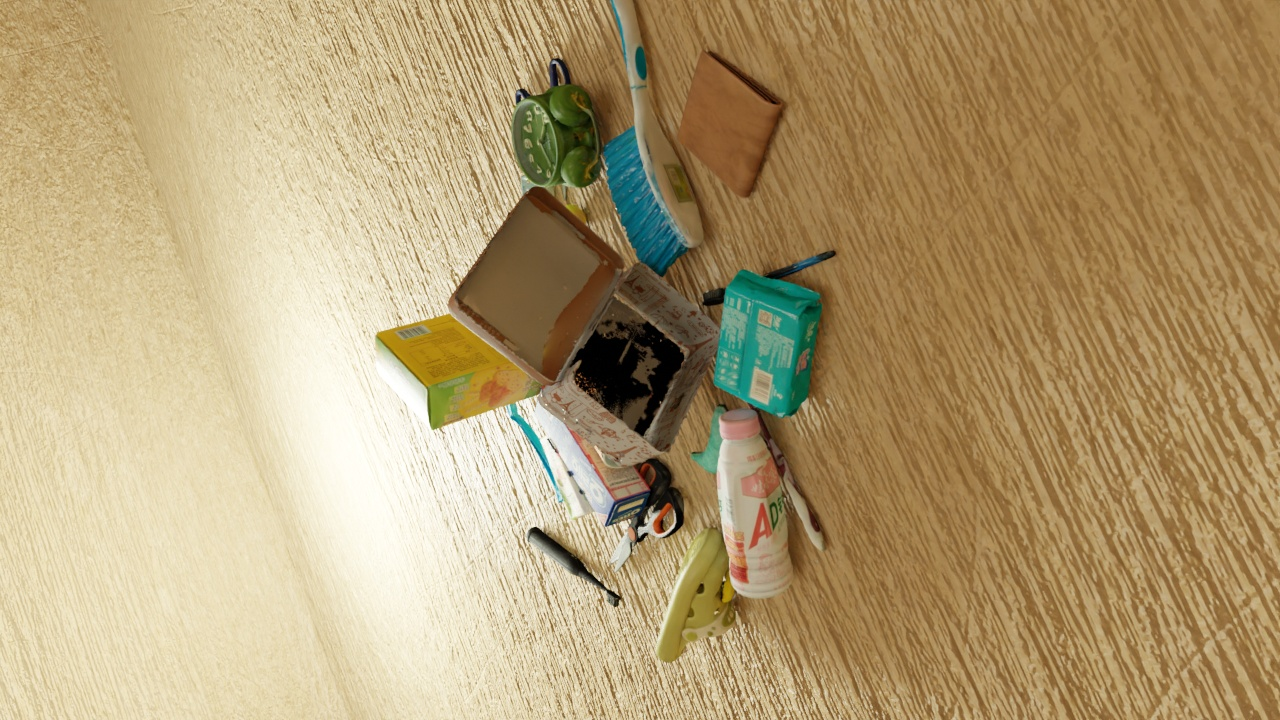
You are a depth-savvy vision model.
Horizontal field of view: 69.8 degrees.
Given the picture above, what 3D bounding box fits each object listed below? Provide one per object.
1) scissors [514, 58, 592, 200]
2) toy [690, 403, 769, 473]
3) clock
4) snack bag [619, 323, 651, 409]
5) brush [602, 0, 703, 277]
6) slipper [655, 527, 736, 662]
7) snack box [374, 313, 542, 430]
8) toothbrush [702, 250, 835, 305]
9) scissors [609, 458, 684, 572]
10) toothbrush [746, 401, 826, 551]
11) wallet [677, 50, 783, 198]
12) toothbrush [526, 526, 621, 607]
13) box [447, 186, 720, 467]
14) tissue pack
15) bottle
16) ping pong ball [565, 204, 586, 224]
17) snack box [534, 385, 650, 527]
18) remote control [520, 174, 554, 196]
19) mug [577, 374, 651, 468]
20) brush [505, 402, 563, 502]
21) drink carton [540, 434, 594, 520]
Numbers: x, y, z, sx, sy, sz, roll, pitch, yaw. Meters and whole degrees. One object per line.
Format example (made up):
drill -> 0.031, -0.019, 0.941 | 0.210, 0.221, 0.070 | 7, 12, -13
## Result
scissors -> -0.105, -0.285, 1.118 | 0.174, 0.012, 0.163 | 41, 135, 32
toy -> 0.097, 0.092, 1.000 | 0.096, 0.030, 0.092 | 25, 126, 32
clock -> -0.091, -0.254, 1.051 | 0.161, 0.056, 0.116 | 11, 117, 52
snack bag -> -0.007, 0.006, 1.099 | 0.045, 0.026, 0.105 | -37, 73, 56
brush -> -0.003, -0.251, 0.971 | 0.110, 0.060, 0.314 | -31, 77, 48
slipper -> 0.075, 0.283, 1.079 | 0.081, 0.091, 0.191 | 20, 119, 4
snack box -> -0.224, -0.001, 1.225 | 0.158, 0.209, 0.070 | 36, 132, 40
toothbrush -> 0.122, -0.082, 0.908 | 0.190, 0.014, 0.016 | -19, 63, 53
scissors -> -0.004, 0.204, 1.191 | 0.235, 0.021, 0.148 | -31, 73, 58
toothbrush -> 0.151, 0.109, 0.949 | 0.017, 0.016, 0.187 | -33, 77, 43
wallet -> 0.083, -0.231, 0.891 | 0.115, 0.020, 0.101 | 50, 139, 32
toothbrush -> -0.098, 0.301, 1.344 | 0.213, 0.026, 0.027 | 26, 112, 44
box -> -0.055, -0.036, 0.933 | 0.259, 0.176, 0.082 | 39, 145, -17
tissue pack -> 0.123, -0.017, 0.892 | 0.093, 0.050, 0.134 | 26, 126, 34
bottle -> 0.116, 0.148, 0.957 | 0.068, 0.068, 0.197 | 10, 115, 50
ping pong ball -> -0.086, -0.169, 1.116 | 0.040, 0.040, 0.040 | 25, 123, 45
snack box -> -0.066, 0.116, 1.180 | 0.207, 0.058, 0.057 | 53, 140, 34
remote control -> -0.131, -0.172, 1.191 | 0.056, 0.019, 0.135 | 23, 122, 46
mug -> -0.044, 0.065, 1.138 | 0.123, 0.078, 0.078 | 47, 137, 37
brush -> -0.168, 0.091, 1.341 | 0.083, 0.045, 0.254 | -39, 77, 48
drink carton -> -0.090, 0.152, 1.253 | 0.054, 0.045, 0.122 | -39, 72, 58
